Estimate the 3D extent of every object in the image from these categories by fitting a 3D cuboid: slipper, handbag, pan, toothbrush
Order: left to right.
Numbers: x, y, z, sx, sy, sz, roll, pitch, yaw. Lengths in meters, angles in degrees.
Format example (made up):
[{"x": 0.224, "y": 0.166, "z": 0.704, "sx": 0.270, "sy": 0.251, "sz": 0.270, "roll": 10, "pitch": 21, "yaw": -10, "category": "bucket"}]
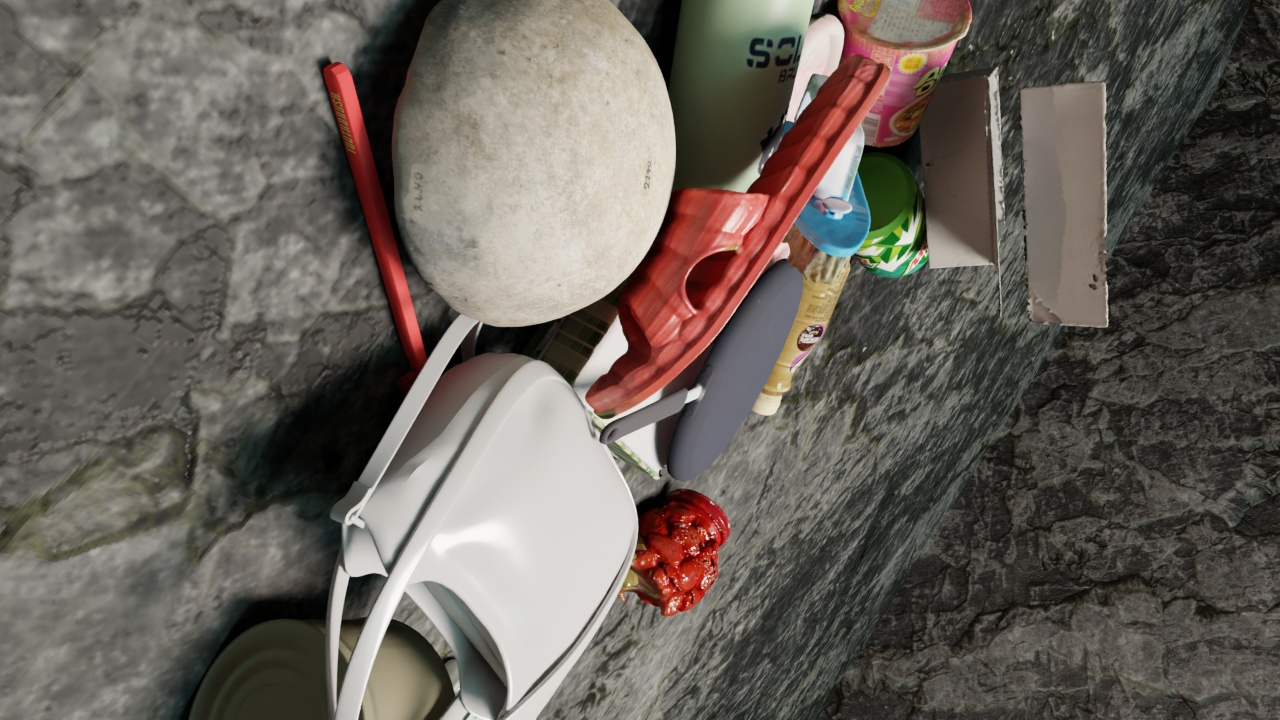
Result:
[{"x": -0.127, "y": -0.044, "z": 0.450, "sx": 0.017, "sy": 0.012, "sz": 0.213, "roll": -40, "pitch": 147, "yaw": -32, "category": "toothbrush"}, {"x": -0.098, "y": 0.109, "z": 0.479, "sx": 0.222, "sy": 0.096, "sz": 0.216, "roll": -59, "pitch": 136, "yaw": -40, "category": "handbag"}, {"x": 0.051, "y": 0.021, "z": 0.667, "sx": 0.355, "sy": 0.021, "sz": 0.199, "roll": -18, "pitch": 134, "yaw": -66, "category": "pan"}, {"x": 0.040, "y": -0.075, "z": 0.506, "sx": 0.249, "sy": 0.059, "sz": 0.103, "roll": -53, "pitch": -171, "yaw": 3, "category": "slipper"}, {"x": 0.115, "y": -0.149, "z": 0.698, "sx": 0.106, "sy": 0.056, "sz": 0.222, "roll": -32, "pitch": 141, "yaw": -44, "category": "slipper"}]

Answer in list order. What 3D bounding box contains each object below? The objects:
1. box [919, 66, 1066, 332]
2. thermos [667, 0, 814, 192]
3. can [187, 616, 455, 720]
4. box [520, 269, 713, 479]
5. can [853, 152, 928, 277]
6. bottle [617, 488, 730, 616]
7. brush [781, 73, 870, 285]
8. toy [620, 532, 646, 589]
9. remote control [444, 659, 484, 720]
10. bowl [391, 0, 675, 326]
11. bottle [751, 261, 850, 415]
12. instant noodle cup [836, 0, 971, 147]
[{"x": 0.285, "y": -0.155, "z": 0.773, "sx": 0.367, "sy": 0.099, "sz": 0.166, "roll": -50, "pitch": 133, "yaw": -63, "category": "box"}, {"x": 0.056, "y": -0.179, "z": 0.555, "sx": 0.082, "sy": 0.082, "sz": 0.232, "roll": -31, "pitch": 141, "yaw": -42, "category": "thermos"}, {"x": -0.172, "y": 0.204, "z": 0.494, "sx": 0.128, "sy": 0.128, "sz": 0.073, "roll": -59, "pitch": 150, "yaw": 0, "category": "can"}, {"x": -0.004, "y": 0.004, "z": 0.660, "sx": 0.117, "sy": 0.051, "sz": 0.205, "roll": -59, "pitch": 154, "yaw": -9, "category": "box"}, {"x": 0.231, "y": -0.133, "z": 0.871, "sx": 0.083, "sy": 0.083, "sz": 0.144, "roll": -61, "pitch": 152, "yaw": 3, "category": "can"}, {"x": 0.024, "y": 0.182, "z": 0.844, "sx": 0.110, "sy": 0.099, "sz": 0.099, "roll": -49, "pitch": 152, "yaw": -40, "category": "bottle"}, {"x": 0.116, "y": -0.115, "z": 0.581, "sx": 0.075, "sy": 0.055, "sz": 0.135, "roll": 108, "pitch": -13, "yaw": -45, "category": "brush"}, {"x": -0.035, "y": 0.179, "z": 0.772, "sx": 0.100, "sy": 0.062, "sz": 0.076, "roll": -60, "pitch": 176, "yaw": 25, "category": "toy"}, {"x": -0.136, "y": 0.270, "z": 0.723, "sx": 0.060, "sy": 0.028, "sz": 0.114, "roll": -51, "pitch": 151, "yaw": -16, "category": "remote control"}, {"x": -0.030, "y": -0.098, "z": 0.446, "sx": 0.178, "sy": 0.081, "sz": 0.179, "roll": -32, "pitch": 128, "yaw": -54, "category": "bowl"}, {"x": 0.138, "y": -0.026, "z": 0.849, "sx": 0.059, "sy": 0.060, "sz": 0.166, "roll": -18, "pitch": 132, "yaw": -52, "category": "bottle"}, {"x": 0.195, "y": -0.231, "z": 0.718, "sx": 0.097, "sy": 0.098, "sz": 0.109, "roll": -46, "pitch": 158, "yaw": -23, "category": "instant noodle cup"}]
